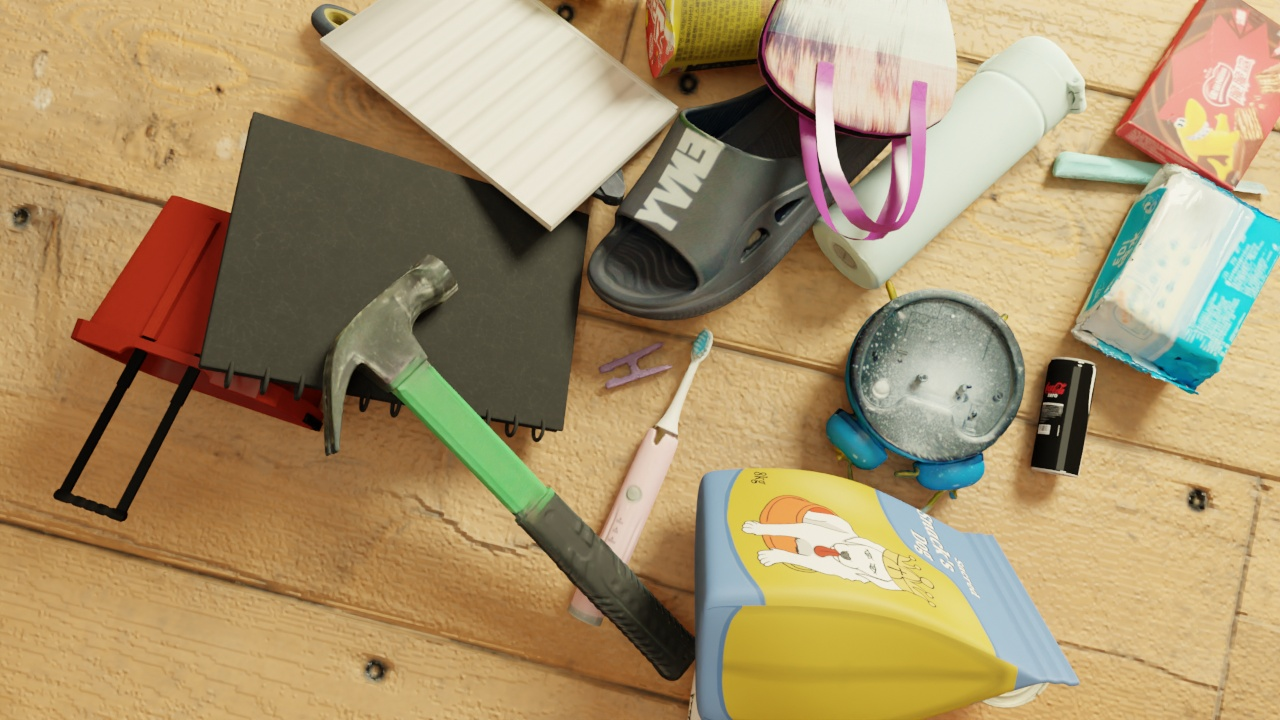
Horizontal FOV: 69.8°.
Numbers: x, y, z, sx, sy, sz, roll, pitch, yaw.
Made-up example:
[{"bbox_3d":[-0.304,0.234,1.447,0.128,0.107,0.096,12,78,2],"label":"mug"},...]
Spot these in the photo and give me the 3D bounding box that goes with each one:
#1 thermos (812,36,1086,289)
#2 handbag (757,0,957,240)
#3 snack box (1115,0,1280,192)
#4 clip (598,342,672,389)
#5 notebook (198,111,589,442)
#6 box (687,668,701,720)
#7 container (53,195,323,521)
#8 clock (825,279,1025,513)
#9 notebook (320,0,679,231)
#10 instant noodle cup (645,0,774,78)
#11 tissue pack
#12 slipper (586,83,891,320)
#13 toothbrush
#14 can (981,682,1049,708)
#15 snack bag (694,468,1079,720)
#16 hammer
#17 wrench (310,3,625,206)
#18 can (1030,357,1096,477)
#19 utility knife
[{"bbox_3d":[0.217,-0.141,0.643,0.207,0.065,0.078,-42,46,-3],"label":"thermos"},{"bbox_3d":[0.140,-0.159,0.575,0.144,0.068,0.169,5,78,-19],"label":"handbag"},{"bbox_3d":[0.415,-0.193,0.660,0.089,0.021,0.133,35,81,3],"label":"snack box"},{"bbox_3d":[-0.004,0.006,0.662,0.052,0.013,0.036,-23,85,1],"label":"clip"},{"bbox_3d":[-0.148,-0.046,0.599,0.231,0.019,0.169,13,76,-28],"label":"notebook"},{"bbox_3d":[0.103,0.272,0.584,0.187,0.101,0.145,2,85,27],"label":"box"},{"bbox_3d":[-0.288,0.009,0.608,0.148,0.127,0.200,18,76,1],"label":"container"},{"bbox_3d":[0.191,0.029,0.635,0.117,0.060,0.161,19,88,1],"label":"clock"},{"bbox_3d":[-0.096,-0.199,0.647,0.210,0.009,0.142,39,65,7],"label":"notebook"},{"bbox_3d":[0.065,-0.250,0.645,0.112,0.100,0.100,-2,85,-9],"label":"instant noodle cup"},{"bbox_3d":[0.370,-0.055,0.637,0.093,0.062,0.144,30,84,4],"label":"tissue pack"},{"bbox_3d":[0.074,-0.133,0.619,0.268,0.083,0.110,-41,58,-6],"label":"slipper"},{"bbox_3d":[0.004,0.079,0.648,0.027,0.026,0.222,23,86,11],"label":"toothbrush"},{"bbox_3d":[0.228,0.188,0.612,0.067,0.076,0.067,0,86,0],"label":"can"},{"bbox_3d":[0.137,0.144,0.566,0.205,0.158,0.102,2,110,3],"label":"snack bag"},{"bbox_3d":[-0.072,0.092,0.589,0.319,0.032,0.130,49,60,-15],"label":"hammer"},{"bbox_3d":[-0.126,-0.185,0.657,0.273,0.022,0.073,34,61,10],"label":"wrench"},{"bbox_3d":[0.298,0.040,0.645,0.031,0.031,0.080,12,86,1],"label":"can"},{"bbox_3d":[0.379,-0.135,0.666,0.158,0.015,0.022,6,64,1],"label":"utility knife"}]
